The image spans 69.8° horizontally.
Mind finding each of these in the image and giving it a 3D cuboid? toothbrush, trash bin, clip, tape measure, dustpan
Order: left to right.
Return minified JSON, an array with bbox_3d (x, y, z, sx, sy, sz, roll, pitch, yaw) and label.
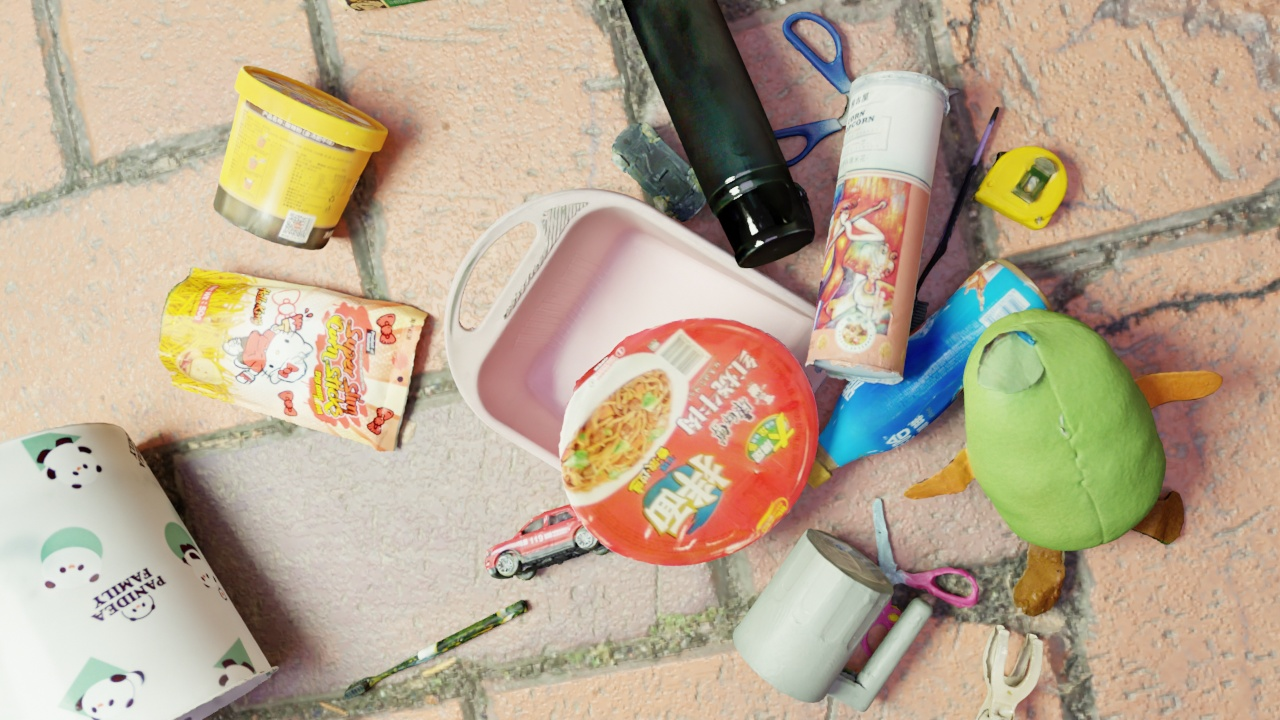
[{"bbox_3d":[-0.461,0.203,0.746,0.230,0.229,0.252,-32,82,9],"label":"trash bin"},{"bbox_3d":[-0.179,0.252,0.796,0.186,0.017,0.012,-28,85,10],"label":"toothbrush"},{"bbox_3d":[-0.004,0.004,0.694,0.273,0.138,0.222,33,97,7],"label":"dustpan"},{"bbox_3d":[0.242,-0.105,0.710,0.017,0.014,0.189,21,96,0],"label":"toothbrush"},{"bbox_3d":[0.281,0.257,0.708,0.034,0.070,0.100,13,88,7],"label":"clip"},{"bbox_3d":[0.291,-0.133,0.692,0.060,0.029,0.057,31,97,7],"label":"tape measure"}]

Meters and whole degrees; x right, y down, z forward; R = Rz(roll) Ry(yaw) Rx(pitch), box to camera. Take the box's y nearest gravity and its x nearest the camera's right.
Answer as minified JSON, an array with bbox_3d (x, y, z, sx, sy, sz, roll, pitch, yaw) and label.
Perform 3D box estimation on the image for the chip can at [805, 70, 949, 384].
[{"bbox_3d":[0.171,-0.093,0.663,0.071,0.071,0.214,9,83,9],"label":"chip can"}]

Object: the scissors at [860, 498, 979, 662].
[{"bbox_3d":[0.205,0.175,0.730,0.134,0.017,0.133,-7,88,13],"label":"scissors"}]

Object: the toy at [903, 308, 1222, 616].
[{"bbox_3d":[0.301,0.064,0.655,0.227,0.089,0.247,-26,115,8],"label":"toy"}]

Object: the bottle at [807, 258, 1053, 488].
[{"bbox_3d":[0.207,0.017,0.696,0.219,0.065,0.065,-43,86,10],"label":"bottle"}]

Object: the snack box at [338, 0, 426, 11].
[{"bbox_3d":[-0.194,-0.348,0.730,0.105,0.118,0.117,0,93,-3],"label":"snack box"}]

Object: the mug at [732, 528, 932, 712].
[{"bbox_3d":[0.150,0.203,0.706,0.124,0.083,0.103,28,102,-9],"label":"mug"}]

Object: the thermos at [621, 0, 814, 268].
[{"bbox_3d":[0.062,-0.190,0.698,0.069,0.089,0.242,-30,77,40],"label":"thermos"}]

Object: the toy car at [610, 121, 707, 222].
[{"bbox_3d":[0.017,-0.151,0.735,0.090,0.034,0.043,44,101,7],"label":"toy car"}]

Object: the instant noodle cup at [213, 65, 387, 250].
[{"bbox_3d":[-0.283,-0.161,0.748,0.118,0.118,0.114,28,104,7],"label":"instant noodle cup"}]

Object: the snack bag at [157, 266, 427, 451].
[{"bbox_3d":[-0.296,-0.006,0.788,0.208,0.073,0.128,14,94,1],"label":"snack bag"}]

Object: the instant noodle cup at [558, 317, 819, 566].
[{"bbox_3d":[0.031,0.052,0.679,0.193,0.066,0.194,-4,110,-13],"label":"instant noodle cup"}]

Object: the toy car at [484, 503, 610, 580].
[{"bbox_3d":[-0.070,0.148,0.756,0.120,0.053,0.045,-21,67,4],"label":"toy car"}]

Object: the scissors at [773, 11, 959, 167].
[{"bbox_3d":[0.158,-0.198,0.720,0.162,0.012,0.176,-32,88,9],"label":"scissors"}]
